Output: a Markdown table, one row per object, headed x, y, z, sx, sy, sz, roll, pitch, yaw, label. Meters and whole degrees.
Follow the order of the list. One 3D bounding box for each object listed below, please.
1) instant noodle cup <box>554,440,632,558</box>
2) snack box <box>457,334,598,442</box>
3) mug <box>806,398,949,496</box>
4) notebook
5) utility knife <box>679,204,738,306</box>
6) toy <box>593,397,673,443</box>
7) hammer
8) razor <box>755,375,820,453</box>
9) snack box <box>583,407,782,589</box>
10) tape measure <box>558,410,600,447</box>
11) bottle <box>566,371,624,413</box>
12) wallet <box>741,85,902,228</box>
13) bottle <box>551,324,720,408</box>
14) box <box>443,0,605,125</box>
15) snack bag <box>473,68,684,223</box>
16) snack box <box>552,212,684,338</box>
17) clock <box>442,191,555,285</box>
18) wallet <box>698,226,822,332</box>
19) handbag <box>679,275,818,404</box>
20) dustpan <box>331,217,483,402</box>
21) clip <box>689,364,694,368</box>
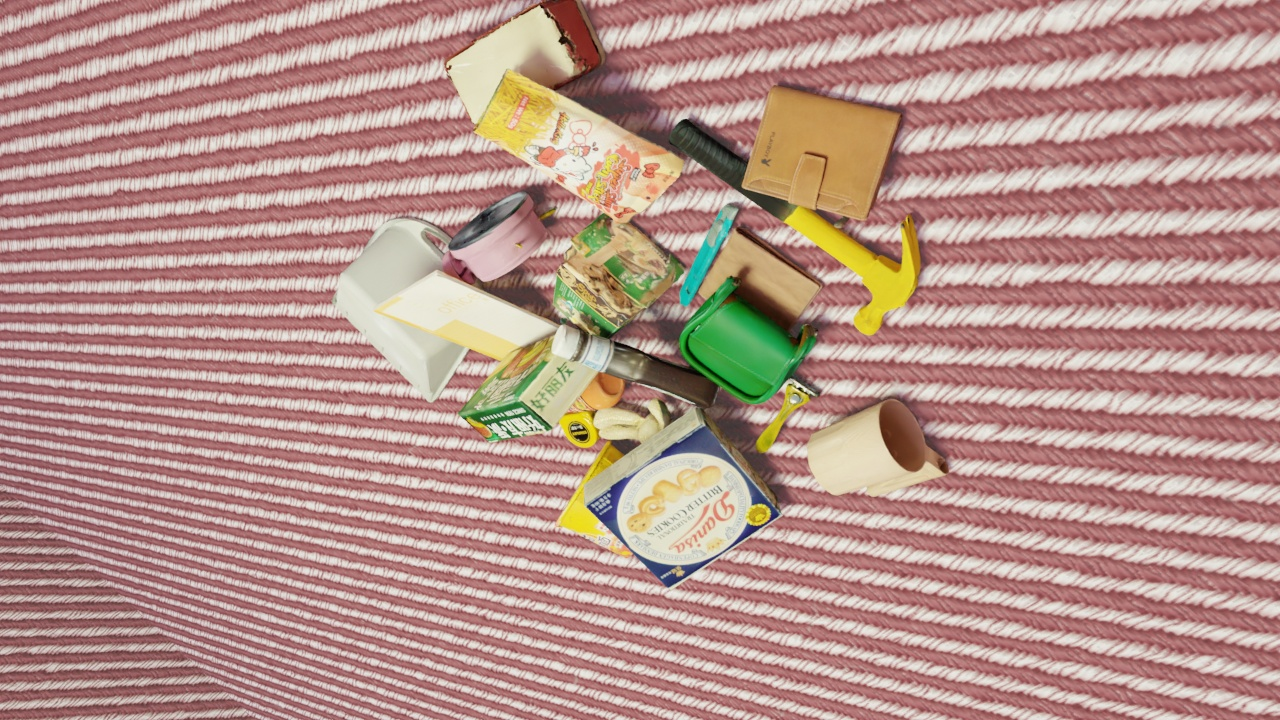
| x | y | z | sx | sy | sz | roll | pitch | yaw | label |
| --- | --- | --- | --- | --- | --- | --- | --- | --- | --- |
| -0.034 | 0.193 | 1.242 | 0.110 | 0.137 | 0.138 | 33 | 132 | 0 | instant noodle cup |
| -0.142 | 0.037 | 1.160 | 0.063 | 0.114 | 0.241 | 44 | 156 | -15 | snack box |
| 0.266 | 0.109 | 1.032 | 0.124 | 0.084 | 0.104 | 34 | 139 | -26 | mug |
| -0.219 | -0.053 | 1.189 | 0.146 | 0.010 | 0.206 | -20 | 148 | 40 | notebook |
| 0.074 | -0.118 | 1.038 | 0.152 | 0.013 | 0.029 | -64 | 38 | 41 | utility knife |
| 0.011 | 0.095 | 1.187 | 0.157 | 0.066 | 0.105 | 13 | 128 | 30 | toy |
| 0.158 | -0.155 | 0.953 | 0.301 | 0.032 | 0.129 | 37 | 131 | 7 | hammer |
| 0.167 | 0.072 | 1.100 | 0.043 | 0.028 | 0.133 | 33 | 133 | 6 | razor |
| 0.054 | 0.174 | 1.139 | 0.178 | 0.045 | 0.182 | -36 | 115 | 12 | snack box |
| -0.079 | 0.090 | 1.267 | 0.060 | 0.028 | 0.057 | -11 | 111 | 37 | tape measure |
| -0.085 | 0.042 | 1.222 | 0.150 | 0.066 | 0.067 | -20 | 107 | 47 | bottle |
| 0.173 | -0.196 | 0.895 | 0.131 | 0.035 | 0.119 | 19 | 97 | 20 | wallet |
| -0.006 | 0.006 | 1.057 | 0.194 | 0.044 | 0.080 | 19 | 179 | -17 | bottle |
| -0.132 | -0.322 | 1.001 | 0.169 | 0.080 | 0.091 | -13 | 110 | 39 | box |
| -0.070 | -0.226 | 0.983 | 0.207 | 0.073 | 0.129 | 28 | 145 | -17 | snack bag |
| -0.038 | -0.089 | 1.081 | 0.118 | 0.117 | 0.106 | 43 | 145 | 4 | snack box |
| -0.185 | -0.144 | 1.129 | 0.159 | 0.117 | 0.060 | -15 | 121 | 37 | clock |
| 0.133 | -0.082 | 1.027 | 0.115 | 0.020 | 0.101 | 35 | 134 | 7 | wallet |
| 0.120 | -0.024 | 1.027 | 0.131 | 0.067 | 0.120 | 37 | 132 | 1 | handbag |
| -0.324 | -0.084 | 1.327 | 0.222 | 0.142 | 0.258 | 46 | 161 | 0 | dustpan |
| 0.074 | -0.001 | 1.116 | 0.014 | 0.047 | 0.057 | 41 | 130 | 5 | clip |
